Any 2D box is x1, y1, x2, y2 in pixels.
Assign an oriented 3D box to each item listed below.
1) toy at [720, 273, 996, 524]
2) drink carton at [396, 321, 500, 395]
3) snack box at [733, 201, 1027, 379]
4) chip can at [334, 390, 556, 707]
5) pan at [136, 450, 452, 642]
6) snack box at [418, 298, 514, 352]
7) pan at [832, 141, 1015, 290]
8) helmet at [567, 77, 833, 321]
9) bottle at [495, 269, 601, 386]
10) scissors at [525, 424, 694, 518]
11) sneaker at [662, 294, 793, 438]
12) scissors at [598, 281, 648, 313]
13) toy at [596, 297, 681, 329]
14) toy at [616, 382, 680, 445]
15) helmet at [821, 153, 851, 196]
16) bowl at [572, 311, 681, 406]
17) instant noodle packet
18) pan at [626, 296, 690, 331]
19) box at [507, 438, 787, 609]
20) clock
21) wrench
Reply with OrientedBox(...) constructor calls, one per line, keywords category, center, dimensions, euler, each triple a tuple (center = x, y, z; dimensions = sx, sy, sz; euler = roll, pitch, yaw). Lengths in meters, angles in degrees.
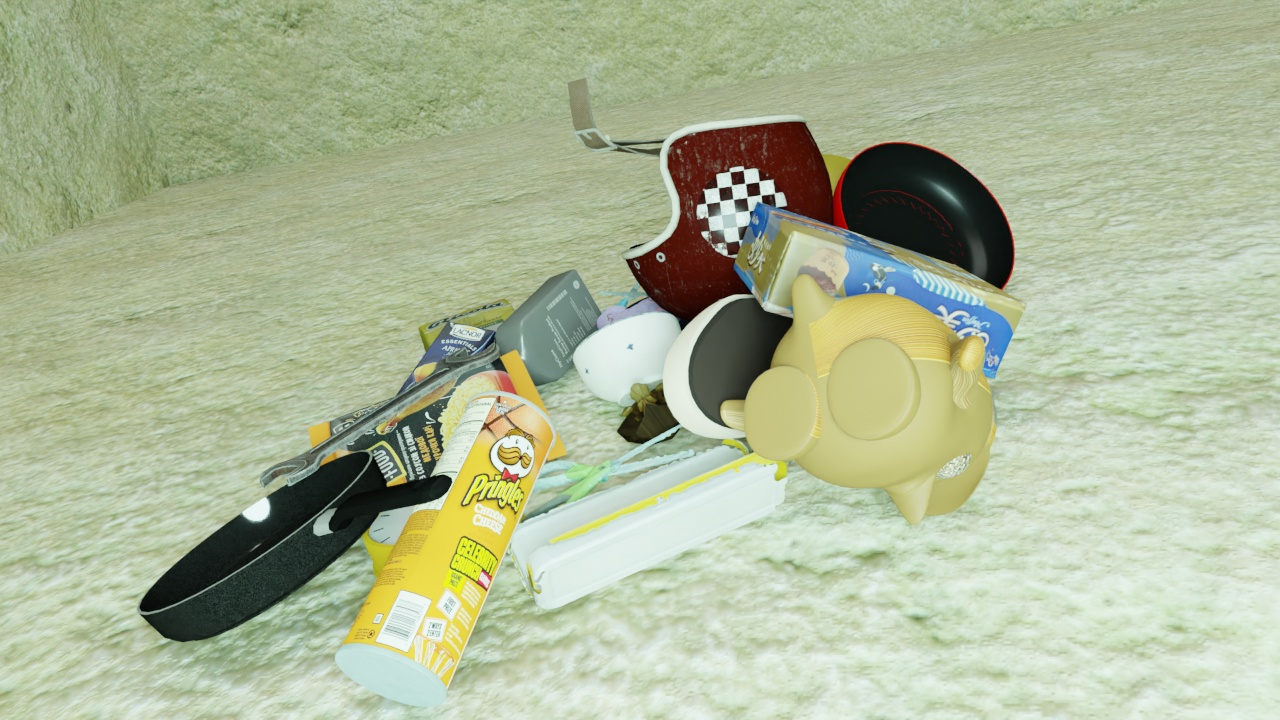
OrientedBox(category="toy", center=(0.183, 0.039, 0.666), dimensions=(0.199, 0.162, 0.203), euler=(-20, -27, 40))
OrientedBox(category="drink carton", center=(-0.204, 0.018, 0.984), dimensions=(0.064, 0.040, 0.129), euler=(12, 48, 16))
OrientedBox(category="snack box", center=(0.196, -0.064, 0.786), dimensions=(0.202, 0.069, 0.155), euler=(16, 17, -8))
OrientedBox(category="chip can", center=(-0.129, 0.125, 0.647), dimensions=(0.075, 0.075, 0.214), euler=(-1, 45, 23))
OrientedBox(category="pan", center=(-0.240, 0.128, 0.681), dimensions=(0.357, 0.044, 0.203), euler=(-17, 19, 42))
OrientedBox(category="snack box", center=(-0.194, -0.021, 1.113), dimensions=(0.121, 0.045, 0.181), euler=(-20, 25, -16))
OrientedBox(category="pan", center=(0.273, -0.087, 0.948), dimensions=(0.209, 0.067, 0.355), euler=(30, 59, -2))
OrientedBox(category="helmet", center=(0.080, -0.161, 0.951), dimensions=(0.234, 0.253, 0.233), euler=(-7, 7, 9))
OrientedBox(category="bottle", center=(-0.110, -0.022, 1.017), dimensions=(0.046, 0.084, 0.173), euler=(-14, 25, 40))
OrientedBox(category="scissors", center=(-0.032, 0.100, 0.780), dimensions=(0.171, 0.028, 0.138), euler=(-20, 20, 24))
OrientedBox(category="sneaker", center=(0.074, 0.003, 0.821), dimensions=(0.117, 0.111, 0.293), euler=(-19, 4, 31))
OrientedBox(category="scissors", center=(0.002, -0.077, 1.129), dimensions=(0.136, 0.015, 0.134), euler=(-4, 31, 15))
OrientedBox(category="toy", center=(0.000, -0.051, 1.042), dimensions=(0.099, 0.036, 0.080), euler=(-25, 29, -24))
OrientedBox(category="toy", center=(0.011, 0.045, 0.861), dimensions=(0.076, 0.062, 0.100), euler=(-35, 10, 1))
OrientedBox(category="helmet", center=(0.227, -0.173, 1.105), dimensions=(0.208, 0.140, 0.240), euler=(-17, 28, -29))
OrientedBox(category="bowl", center=(-0.005, 0.005, 0.915), dimensions=(0.113, 0.063, 0.113), euler=(-20, -20, -8))
OrientedBox(category="instant noodle packet", center=(-0.198, 0.076, 0.875), dimensions=(0.220, 0.032, 0.159), euler=(-21, 44, -11))
OrientedBox(category="pan", center=(0.089, -0.082, 1.139), dimensions=(0.199, 0.021, 0.355), euler=(-1, 27, 24))
OrientedBox(category="box", center=(0.007, 0.110, 0.680), dimensions=(0.209, 0.080, 0.079), euler=(-21, 63, -17))
OrientedBox(category="clock", center=(-0.160, 0.138, 0.744), dimensions=(0.113, 0.052, 0.152), euler=(-31, 27, -36))
OrientedBox(category="wrench", center=(-0.237, 0.045, 0.867), dimensions=(0.070, 0.010, 0.272), euler=(1, 26, 40))
